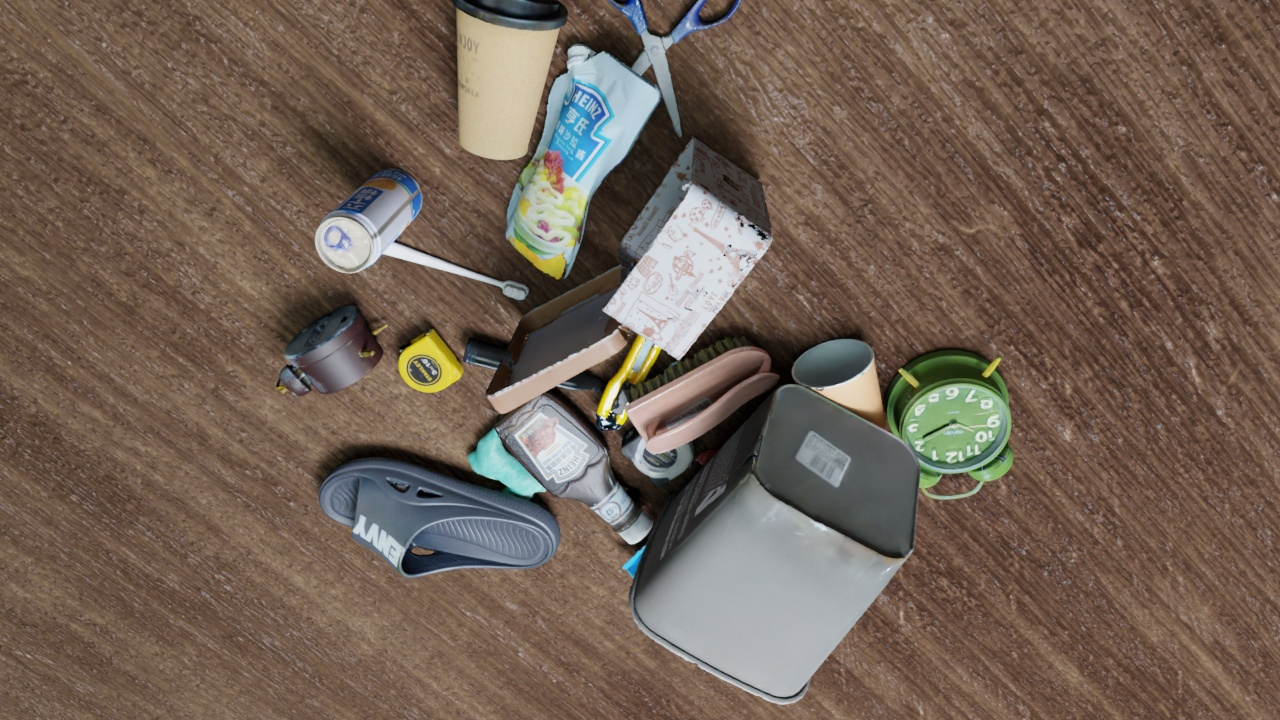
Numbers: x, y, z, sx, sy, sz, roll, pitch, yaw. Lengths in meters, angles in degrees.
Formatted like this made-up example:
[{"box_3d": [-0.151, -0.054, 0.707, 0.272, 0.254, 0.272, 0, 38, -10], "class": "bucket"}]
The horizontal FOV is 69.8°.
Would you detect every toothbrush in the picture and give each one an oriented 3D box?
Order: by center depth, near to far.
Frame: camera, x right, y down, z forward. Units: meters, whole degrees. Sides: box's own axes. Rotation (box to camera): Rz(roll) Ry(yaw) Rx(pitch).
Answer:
[{"box_3d": [-0.195, -0.091, 0.882, 0.180, 0.016, 0.016, 18, 115, -4], "class": "toothbrush"}, {"box_3d": [-0.072, 0.018, 0.923, 0.212, 0.026, 0.027, 16, 125, -8], "class": "toothbrush"}]

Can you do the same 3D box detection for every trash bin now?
[{"box_3d": [0.129, 0.161, 0.850, 0.198, 0.198, 0.220, 27, 131, -1], "class": "trash bin"}]

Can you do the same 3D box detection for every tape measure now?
[{"box_3d": [-0.213, 0.002, 0.926, 0.057, 0.028, 0.060, -29, 111, 17], "class": "tape measure"}, {"box_3d": [0.022, 0.090, 0.947, 0.066, 0.033, 0.066, -34, 111, 23], "class": "tape measure"}]

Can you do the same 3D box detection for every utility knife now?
[{"box_3d": [-0.005, 0.005, 0.901, 0.033, 0.015, 0.155, 22, 106, -14], "class": "utility knife"}]

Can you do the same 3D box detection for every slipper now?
[{"box_3d": [-0.221, 0.179, 0.976, 0.268, 0.083, 0.111, 13, 126, 2], "class": "slipper"}]

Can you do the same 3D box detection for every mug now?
[{"box_3d": [0.200, 0.051, 0.889, 0.078, 0.078, 0.123, -16, 119, 13], "class": "mug"}]

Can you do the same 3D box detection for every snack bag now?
[{"box_3d": [-0.059, -0.172, 0.793, 0.038, 0.110, 0.191, 0, 128, -41], "class": "snack bag"}]

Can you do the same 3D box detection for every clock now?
[{"box_3d": [0.303, 0.068, 0.896, 0.116, 0.056, 0.161, -7, 117, 10], "class": "clock"}, {"box_3d": [-0.310, -0.006, 0.902, 0.122, 0.082, 0.055, -23, 119, 13], "class": "clock"}]

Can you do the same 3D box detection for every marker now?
[{"box_3d": [-0.057, 0.125, 0.984, 0.124, 0.015, 0.018, 23, 108, -10], "class": "marker"}]

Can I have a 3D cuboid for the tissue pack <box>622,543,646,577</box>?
[{"box_3d": [0.062, 0.224, 0.996, 0.140, 0.063, 0.090, 28, 116, -10], "class": "tissue pack"}]

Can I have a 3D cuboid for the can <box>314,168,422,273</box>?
[{"box_3d": [-0.235, -0.124, 0.803, 0.053, 0.134, 0.053, 2, 118, 4], "class": "can"}]

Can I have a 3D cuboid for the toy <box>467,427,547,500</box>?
[{"box_3d": [-0.145, 0.122, 0.982, 0.092, 0.030, 0.097, 37, 122, -11], "class": "toy"}]

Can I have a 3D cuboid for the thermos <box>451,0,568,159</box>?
[{"box_3d": [-0.115, -0.245, 0.759, 0.093, 0.092, 0.143, 14, 125, -2], "class": "thermos"}]

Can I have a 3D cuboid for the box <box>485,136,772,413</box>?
[{"box_3d": [-0.009, -0.062, 0.791, 0.273, 0.177, 0.106, -39, 107, 21], "class": "box"}]

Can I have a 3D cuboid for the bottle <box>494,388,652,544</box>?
[{"box_3d": [-0.063, 0.113, 0.950, 0.080, 0.044, 0.195, -40, 104, 7], "class": "bottle"}]

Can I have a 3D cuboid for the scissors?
[{"box_3d": [0.016, -0.275, 0.771, 0.163, 0.012, 0.176, -23, 115, 17], "class": "scissors"}]

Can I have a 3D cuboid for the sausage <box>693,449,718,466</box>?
[{"box_3d": [0.132, 0.102, 0.951, 0.156, 0.020, 0.020, 0, 117, 5], "class": "sausage"}]

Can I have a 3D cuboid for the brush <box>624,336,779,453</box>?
[{"box_3d": [0.061, 0.033, 0.880, 0.146, 0.073, 0.063, -28, 132, 4], "class": "brush"}]
